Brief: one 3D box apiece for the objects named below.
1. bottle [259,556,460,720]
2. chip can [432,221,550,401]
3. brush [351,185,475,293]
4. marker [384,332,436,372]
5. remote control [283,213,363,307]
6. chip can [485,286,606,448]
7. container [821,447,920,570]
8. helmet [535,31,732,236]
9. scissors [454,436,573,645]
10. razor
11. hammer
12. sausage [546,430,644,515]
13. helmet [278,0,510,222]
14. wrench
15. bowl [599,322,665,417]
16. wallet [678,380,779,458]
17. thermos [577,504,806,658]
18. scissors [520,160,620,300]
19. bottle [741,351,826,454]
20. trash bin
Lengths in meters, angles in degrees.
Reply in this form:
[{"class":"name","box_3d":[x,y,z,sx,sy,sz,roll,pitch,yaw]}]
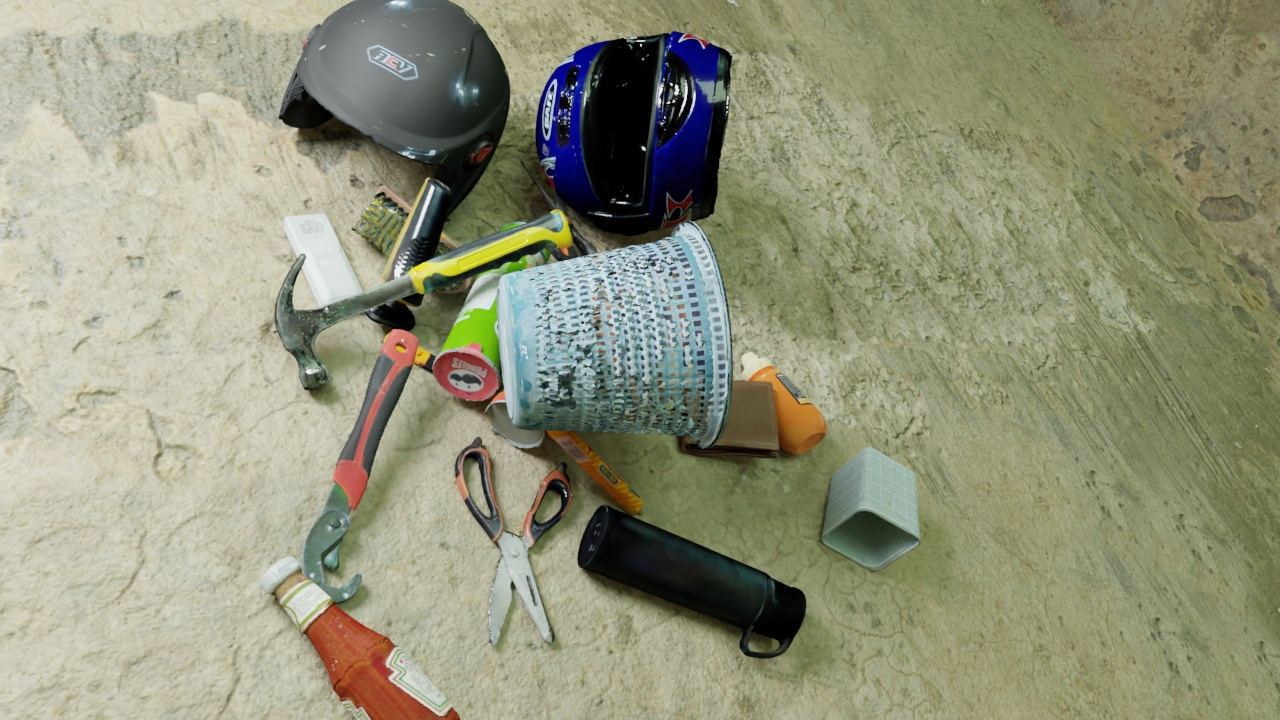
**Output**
[{"class":"bottle","box_3d":[-0.237,0.247,0.762,0.206,0.060,0.059,44,45,8]},{"class":"chip can","box_3d":[-0.161,-0.062,1.028,0.072,0.072,0.235,27,42,-12]},{"class":"brush","box_3d":[-0.251,-0.131,1.045,0.145,0.063,0.073,38,15,-3]},{"class":"marker","box_3d":[-0.219,0.006,0.989,0.124,0.015,0.018,32,51,-11]},{"class":"remote control","box_3d":[-0.341,-0.106,0.992,0.048,0.024,0.125,-14,65,-39]},{"class":"chip can","box_3d":[-0.097,-0.001,1.031,0.073,0.073,0.215,33,45,-7]},{"class":"container","box_3d":[0.284,0.178,1.125,0.090,0.090,0.111,30,43,-10]},{"class":"helmet","box_3d":[-0.013,-0.287,1.151,0.240,0.315,0.247,5,89,2]},{"class":"scissors","box_3d":[-0.127,0.172,0.919,0.189,0.015,0.225,39,45,0]},{"class":"razor","box_3d":[-0.246,-0.116,0.985,0.062,0.068,0.167,21,90,-45]},{"class":"hammer","box_3d":[-0.217,-0.090,0.950,0.322,0.032,0.126,-26,105,-24]},{"class":"sausage","box_3d":[-0.047,0.113,0.974,0.165,0.022,0.021,48,40,-26]},{"class":"helmet","box_3d":[-0.266,-0.306,1.050,0.233,0.230,0.274,32,7,-7]},{"class":"wrench","box_3d":[-0.259,0.090,0.860,0.056,0.016,0.272,18,62,-18]},{"class":"bowl","box_3d":[-0.006,0.006,1.052,0.113,0.062,0.113,22,63,-55]},{"class":"wallet","box_3d":[0.105,0.068,1.116,0.124,0.032,0.101,3,55,-6]},{"class":"thermos","box_3d":[0.055,0.234,0.949,0.242,0.069,0.089,25,50,-14]},{"class":"scissors","box_3d":[-0.089,-0.162,1.153,0.221,0.022,0.228,51,16,-8]},{"class":"bottle","box_3d":[0.175,0.048,1.177,0.066,0.067,0.149,-10,55,-37]},{"class":"trash bin","box_3d":[-0.036,-0.017,0.896,0.195,0.227,0.226,-5,58,-12]}]
